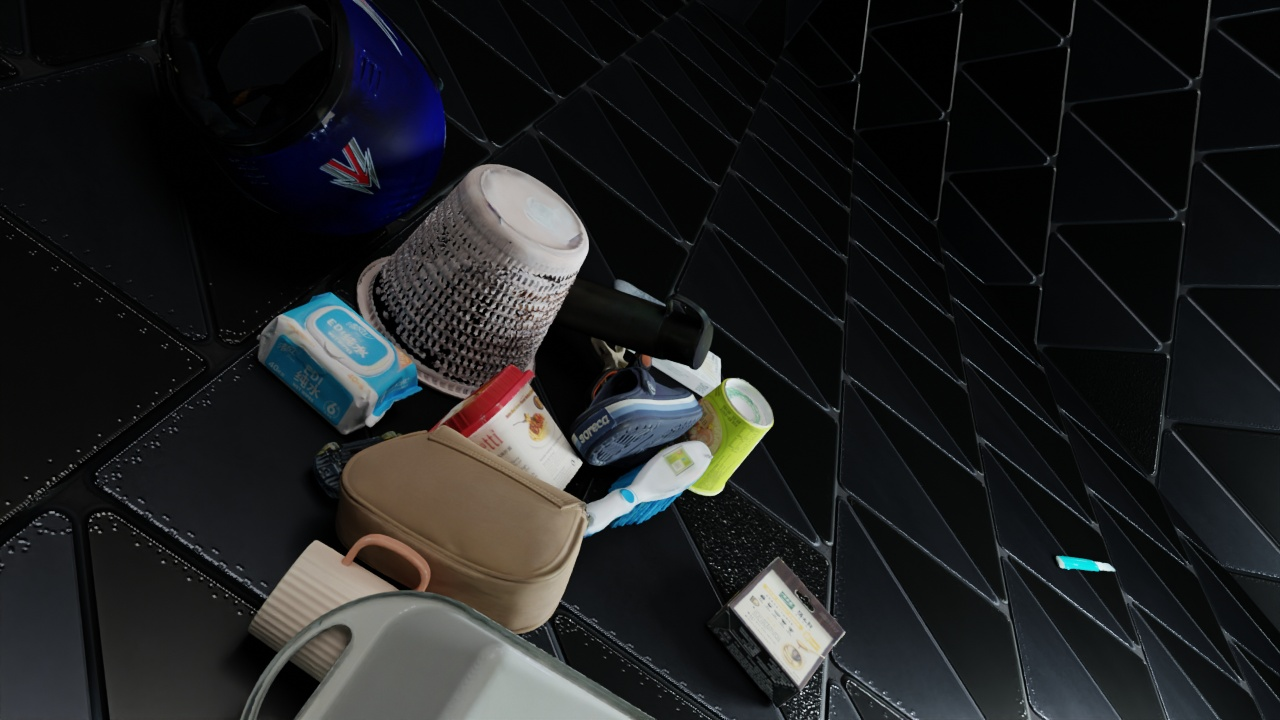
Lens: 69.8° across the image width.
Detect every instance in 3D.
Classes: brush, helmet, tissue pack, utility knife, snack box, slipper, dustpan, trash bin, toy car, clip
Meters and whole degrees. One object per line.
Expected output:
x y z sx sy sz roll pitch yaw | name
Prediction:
-0.010 0.143 0.963 0.060 0.110 0.313 55 34 9 | brush
-0.348 -0.278 0.994 0.315 0.247 0.240 52 4 23 | helmet
-0.284 0.000 0.874 0.140 0.063 0.089 41 30 0 | tissue pack
0.836 0.385 1.722 0.219 0.013 0.029 13 38 -36 | utility knife
0.047 -0.011 1.313 0.156 0.027 0.084 33 31 -16 | snack box
0.149 0.294 1.004 0.113 0.053 0.125 49 30 13 | snack box
-0.016 0.059 1.013 0.095 0.105 0.252 58 18 12 | slipper
-0.131 0.285 0.624 0.258 0.143 0.222 52 58 -31 | dustpan
-0.167 -0.097 1.012 0.227 0.193 0.227 29 32 -21 | trash bin
-0.245 0.095 0.827 0.105 0.031 0.049 -10 58 -52 | toy car
-0.033 0.006 1.191 0.074 0.035 0.100 17 36 -35 | clip

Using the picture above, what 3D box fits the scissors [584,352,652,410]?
0.002 0.020 1.157 0.234 0.022 0.139 -33 104 -49 | scissors

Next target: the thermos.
-0.031 -0.065 1.125 0.243 0.090 0.068 18 33 18 | thermos

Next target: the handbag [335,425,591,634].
-0.146 0.139 0.764 0.204 0.100 0.147 27 32 16 | handbag

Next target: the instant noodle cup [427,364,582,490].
-0.133 0.088 0.901 0.124 0.117 0.116 51 29 -8 | instant noodle cup

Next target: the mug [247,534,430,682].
-0.211 0.182 0.676 0.106 0.114 0.081 35 1 -6 | mug

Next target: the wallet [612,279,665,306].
0.012 -0.057 1.287 0.120 0.019 0.097 26 35 -23 | wallet

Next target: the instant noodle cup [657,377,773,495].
0.098 0.088 1.143 0.111 0.124 0.111 29 32 -20 | instant noodle cup
